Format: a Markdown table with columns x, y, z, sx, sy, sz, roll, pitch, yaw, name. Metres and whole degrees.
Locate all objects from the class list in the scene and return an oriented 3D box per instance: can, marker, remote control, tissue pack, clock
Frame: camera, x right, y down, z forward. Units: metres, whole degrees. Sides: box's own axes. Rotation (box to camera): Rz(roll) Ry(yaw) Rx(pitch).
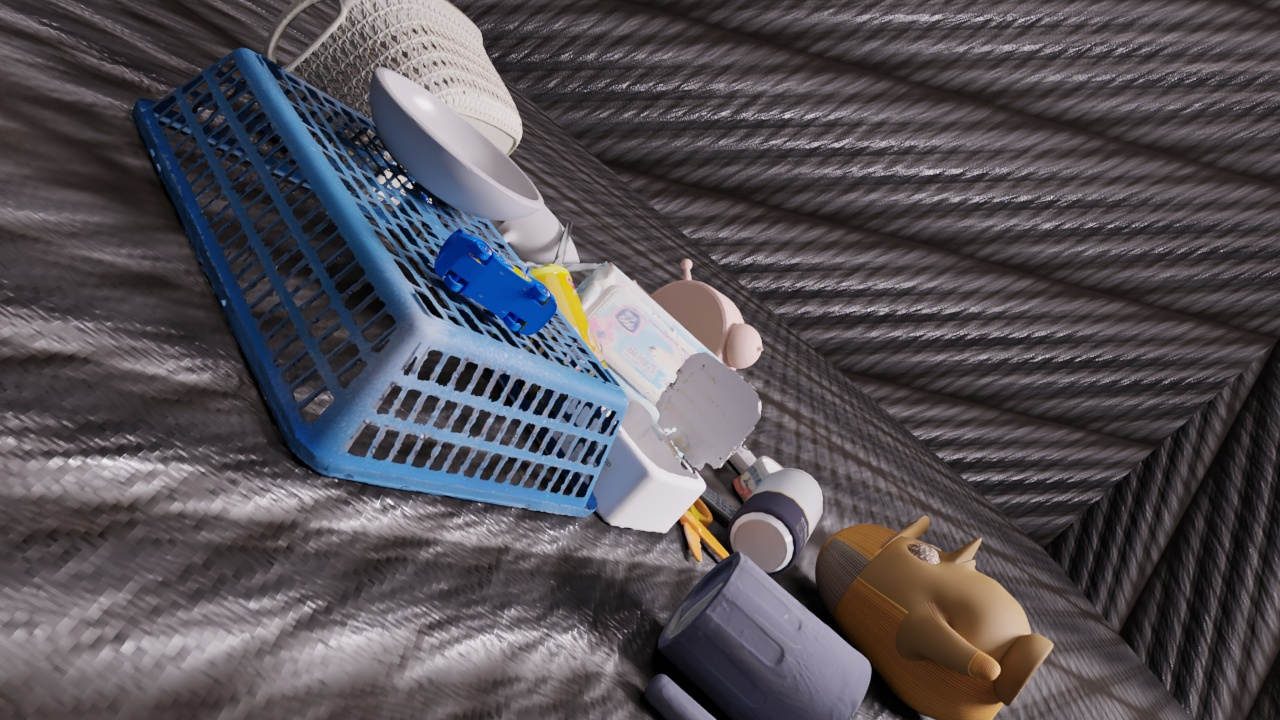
| x | y | z | sx | sy | sz | roll | pitch | yaw | name |
| --- | --- | --- | --- | --- | --- | --- | --- | --- | --- |
| -0.073 | -0.019 | 0.748 | 0.067 | 0.068 | 0.105 | 15 | 49 | -64 | can |
| 0.101 | 0.095 | 1.058 | 0.126 | 0.025 | 0.025 | 49 | 14 | 26 | marker |
| 0.085 | 0.147 | 0.862 | 0.136 | 0.013 | 0.033 | 41 | 13 | -6 | remote control |
| 0.126 | 0.142 | 0.832 | 0.064 | 0.064 | 0.127 | 44 | 27 | 8 | can |
| -0.005 | 0.005 | 0.839 | 0.182 | 0.070 | 0.111 | 41 | 53 | -2 | tissue pack |
| 0.143 | 0.146 | 0.978 | 0.086 | 0.043 | 0.086 | 41 | 13 | -12 | can |
| 0.050 | -0.026 | 1.059 | 0.160 | 0.131 | 0.086 | 50 | 15 | 26 | clock |

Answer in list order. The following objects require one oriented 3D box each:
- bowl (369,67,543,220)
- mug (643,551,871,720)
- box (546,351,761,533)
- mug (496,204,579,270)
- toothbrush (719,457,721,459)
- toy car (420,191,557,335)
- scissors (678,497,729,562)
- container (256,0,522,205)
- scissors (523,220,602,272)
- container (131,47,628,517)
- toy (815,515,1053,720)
| x | y | z | sx | sy | sz | roll | pitch | yaw | name |
| --- | --- | --- | --- | --- | --- | --- | --- | --- | --- |
| -0.141 | -0.146 | 0.668 | 0.149 | 0.043 | 0.149 | 40 | 13 | -11 | bowl |
| 0.065 | 0.190 | 0.547 | 0.104 | 0.084 | 0.123 | 42 | 40 | 2 | mug |
| 0.023 | 0.052 | 0.717 | 0.126 | 0.137 | 0.108 | 22 | 26 | -54 | box |
| -0.120 | -0.124 | 1.034 | 0.089 | 0.071 | 0.107 | 47 | 29 | -10 | mug |
| 0.030 | 0.056 | 0.999 | 0.167 | 0.014 | 0.014 | 41 | 2 | -8 | toothbrush |
| -0.093 | -0.061 | 0.545 | 0.092 | 0.033 | 0.061 | 35 | 22 | -28 | toy car |
| 0.037 | 0.132 | 0.774 | 0.127 | 0.011 | 0.125 | 38 | 12 | -14 | scissors |
| -0.221 | -0.240 | 0.862 | 0.143 | 0.185 | 0.246 | 54 | 14 | 5 | container |
| -0.105 | -0.100 | 0.987 | 0.173 | 0.014 | 0.141 | 10 | 61 | -35 | scissors |
| -0.166 | -0.064 | 0.632 | 0.362 | 0.089 | 0.257 | 51 | 15 | 32 | container |
| 0.257 | 0.225 | 0.835 | 0.203 | 0.162 | 0.198 | 37 | 2 | 27 | toy |
